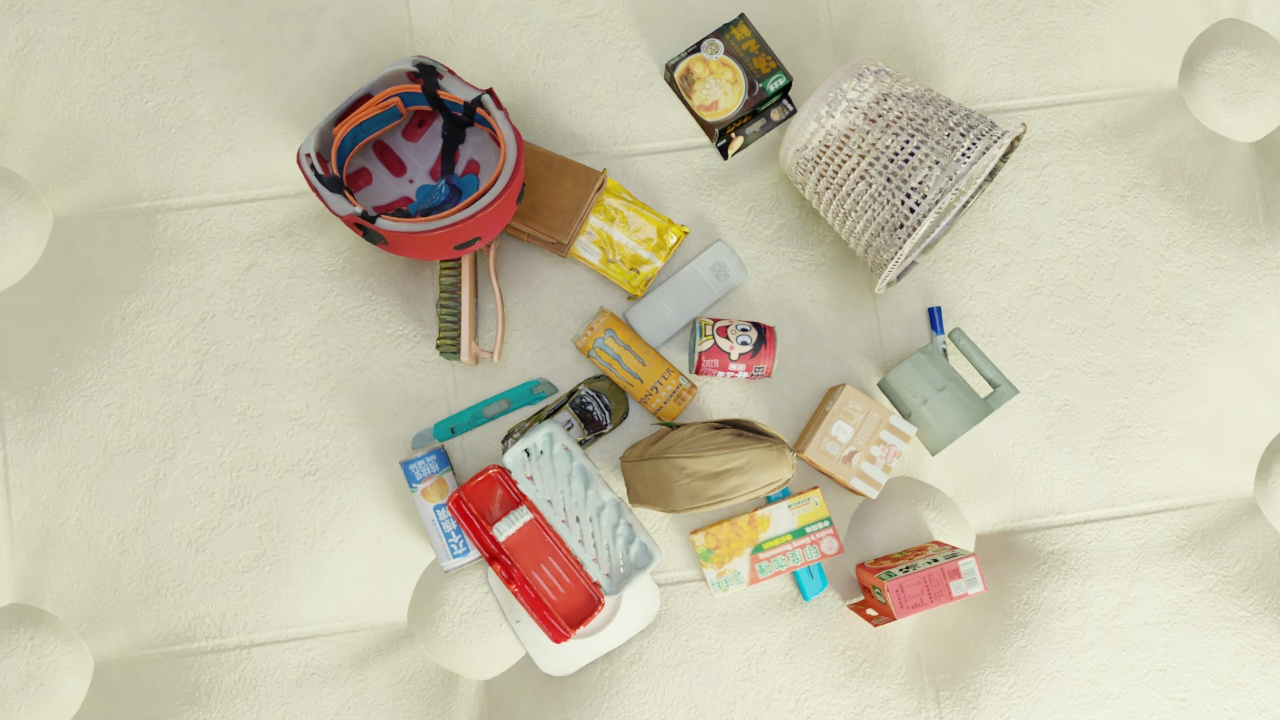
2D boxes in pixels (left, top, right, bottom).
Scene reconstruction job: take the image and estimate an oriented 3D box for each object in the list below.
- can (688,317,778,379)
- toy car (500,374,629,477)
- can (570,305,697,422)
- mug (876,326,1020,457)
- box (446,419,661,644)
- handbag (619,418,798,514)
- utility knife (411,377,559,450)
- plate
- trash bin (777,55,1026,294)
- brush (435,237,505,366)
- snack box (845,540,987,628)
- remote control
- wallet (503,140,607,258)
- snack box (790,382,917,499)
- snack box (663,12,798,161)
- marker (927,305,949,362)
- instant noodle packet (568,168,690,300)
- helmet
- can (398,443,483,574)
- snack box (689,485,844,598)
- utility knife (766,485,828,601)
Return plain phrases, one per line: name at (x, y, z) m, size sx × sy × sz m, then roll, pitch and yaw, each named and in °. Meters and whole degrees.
can at (0.104, -0.013, 1.037) m, size 0.094 × 0.066 × 0.066 m, roll 5°, pitch 85°, yaw -3°
toy car at (-0.084, 0.075, 1.034) m, size 0.158 × 0.042 × 0.070 m, roll -36°, pitch 88°, yaw -8°
can at (-0.006, 0.006, 1.032) m, size 0.146 × 0.058 × 0.058 m, roll 41°, pitch 84°, yaw -1°
mug at (0.344, 0.032, 1.031) m, size 0.124 × 0.084 × 0.103 m, roll -35°, pitch 75°, yaw -9°
box at (-0.093, 0.183, 0.989) m, size 0.160 × 0.050 × 0.201 m, roll -38°, pitch 88°, yaw -13°
handbag at (0.061, 0.107, 0.961) m, size 0.147 × 0.205 × 0.099 m, roll -10°, pitch 87°, yaw -20°
utility knife at (-0.179, 0.061, 1.043) m, size 0.178 × 0.013 × 0.029 m, roll -24°, pitch 86°, yaw -5°
plate at (-0.074, 0.255, 1.023) m, size 0.163 × 0.034 × 0.164 m, roll -32°, pitch 88°, yaw -6°
trash bin at (0.267, -0.217, 1.003) m, size 0.192 × 0.227 × 0.227 m, roll 43°, pitch 84°, yaw 13°
brush at (-0.189, -0.068, 1.029) m, size 0.073 × 0.063 × 0.145 m, roll 0°, pitch 83°, yaw 1°
snack box at (0.292, 0.241, 1.002) m, size 0.127 × 0.113 × 0.044 m, roll -17°, pitch 88°, yaw -4°
remote control at (0.053, -0.076, 1.062) m, size 0.150 × 0.021 × 0.058 m, roll -38°, pitch 90°, yaw -5°
wallet at (-0.119, -0.182, 1.039) m, size 0.131 × 0.035 × 0.119 m, roll 27°, pitch 89°, yaw 20°
snack box at (0.237, 0.091, 1.030) m, size 0.094 × 0.077 × 0.092 m, roll 33°, pitch 84°, yaw 1°
snack box at (0.109, -0.320, 1.074) m, size 0.113 × 0.053 × 0.125 m, roll -35°, pitch 83°, yaw -5°
marker at (0.354, 0.009, 1.073) m, size 0.017 × 0.017 × 0.145 m, roll -6°, pitch 86°, yaw -4°
instant noodle packet at (-0.025, -0.143, 1.053) m, size 0.128 × 0.044 × 0.110 m, roll 35°, pitch 86°, yaw 3°
helmet at (-0.222, -0.192, 0.984) m, size 0.240 × 0.144 × 0.206 m, roll 35°, pitch 74°, yaw 20°
can at (-0.217, 0.164, 1.012) m, size 0.053 × 0.053 × 0.134 m, roll -23°, pitch 87°, yaw -5°
snack box at (0.141, 0.203, 1.028) m, size 0.156 × 0.027 × 0.077 m, roll -22°, pitch 87°, yaw 7°
utility knife at (0.164, 0.172, 1.050) m, size 0.034 × 0.018 × 0.208 m, roll -21°, pitch 85°, yaw -4°
